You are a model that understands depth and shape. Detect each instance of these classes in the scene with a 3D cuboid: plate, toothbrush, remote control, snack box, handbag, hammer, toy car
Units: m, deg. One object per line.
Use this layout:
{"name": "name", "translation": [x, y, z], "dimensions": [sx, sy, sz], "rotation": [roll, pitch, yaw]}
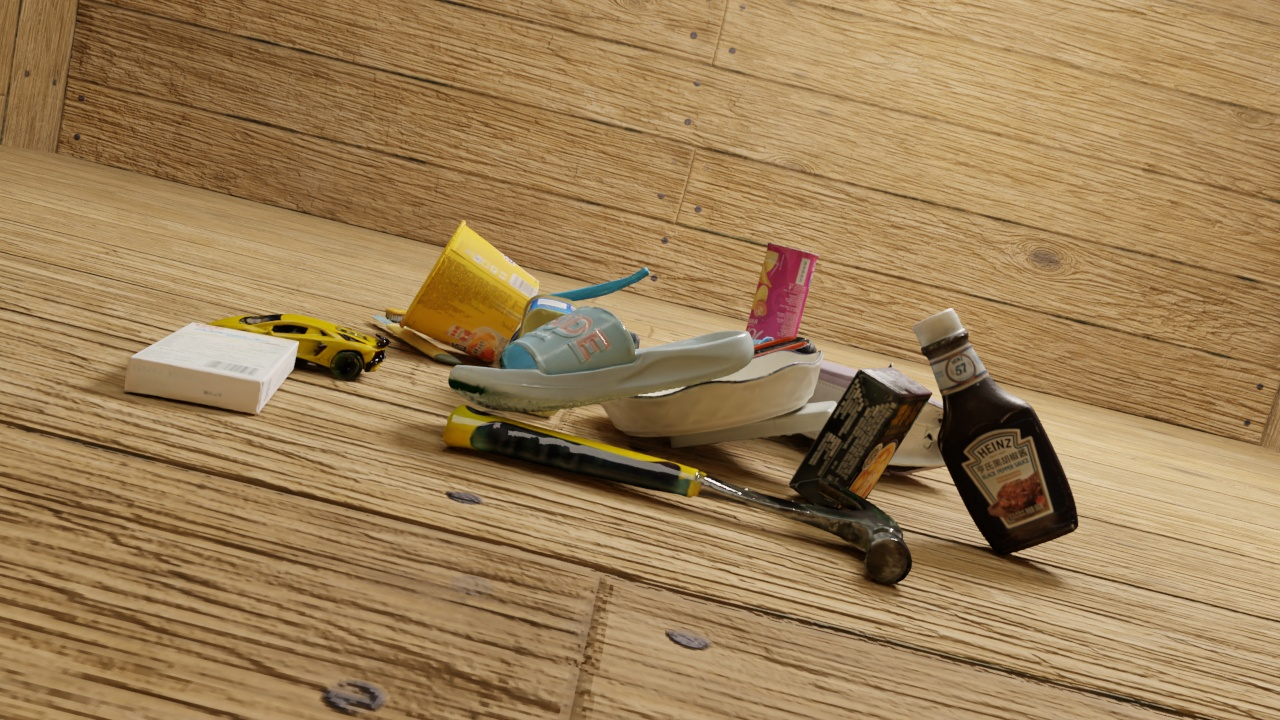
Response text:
{"name": "plate", "translation": [0.064, 0.029, 0.835], "dimensions": [0.205, 0.045, 0.205], "rotation": [-11, 3, 1]}
{"name": "toothbrush", "translation": [-0.260, -0.050, 1.223], "dimensions": [0.016, 0.018, 0.191], "rotation": [22, 9, 39]}
{"name": "remote control", "translation": [0.100, 0.058, 0.817], "dimensions": [0.150, 0.021, 0.058], "rotation": [-9, 4, 19]}
{"name": "snack box", "translation": [0.186, 0.061, 0.767], "dimensions": [0.053, 0.113, 0.125], "rotation": [36, 18, 26]}
{"name": "handbag", "translation": [0.228, 0.055, 0.986], "dimensions": [0.144, 0.098, 0.197], "rotation": [8, 8, -27]}
{"name": "snack box", "translation": [-0.308, 0.002, 0.674], "dimensions": [0.084, 0.027, 0.157], "rotation": [11, 8, -14]}
{"name": "hammer", "translation": [0.021, 0.084, 0.648], "dimensions": [0.323, 0.032, 0.126], "rotation": [14, 7, 5]}
{"name": "toy car", "translation": [-0.297, -0.017, 0.792], "dimensions": [0.155, 0.041, 0.071], "rotation": [10, 8, -17]}

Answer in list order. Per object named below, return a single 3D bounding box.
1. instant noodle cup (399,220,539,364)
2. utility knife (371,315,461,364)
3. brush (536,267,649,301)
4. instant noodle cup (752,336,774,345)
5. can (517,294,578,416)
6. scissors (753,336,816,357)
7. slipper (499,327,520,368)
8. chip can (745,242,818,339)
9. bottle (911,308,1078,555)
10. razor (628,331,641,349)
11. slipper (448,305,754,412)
{"name": "instant noodle cup", "translation": [-0.184, -0.069, 1.012], "dimensions": [0.110, 0.138, 0.138], "rotation": [31, 3, -14]}
{"name": "utility knife", "translation": [-0.259, -0.029, 1.033], "dimensions": [0.031, 0.022, 0.211], "rotation": [14, 12, -41]}
{"name": "brush", "translation": [-0.111, -0.071, 1.120], "dimensions": [0.255, 0.046, 0.083], "rotation": [-15, -8, 7]}
{"name": "instant noodle cup", "translation": [0.105, 0.014, 1.130], "dimensions": [0.110, 0.099, 0.099], "rotation": [9, 4, 33]}
{"name": "can", "translation": [-0.089, -0.005, 0.849], "dimensions": [0.057, 0.102, 0.083], "rotation": [13, 10, -6]}
{"name": "scissors", "translation": [0.071, 0.012, 0.979], "dimensions": [0.235, 0.022, 0.141], "rotation": [-12, 9, 18]}
{"name": "slipper", "translation": [-0.101, -0.026, 1.068], "dimensions": [0.110, 0.083, 0.268], "rotation": [11, 6, -6]}
{"name": "chip can", "translation": [0.178, -0.048, 1.227], "dimensions": [0.071, 0.210, 0.071], "rotation": [14, 7, -2]}
{"name": "bottle", "translation": [0.274, 0.053, 0.731], "dimensions": [0.080, 0.195, 0.044], "rotation": [-26, -6, 20]}
{"name": "razor", "translation": [-0.006, 0.006, 1.017], "dimensions": [0.067, 0.062, 0.167], "rotation": [55, 8, 22]}
{"name": "slipper", "translation": [-0.026, -0.007, 0.714], "dimensions": [0.245, 0.074, 0.104], "rotation": [-9, 4, -21]}
